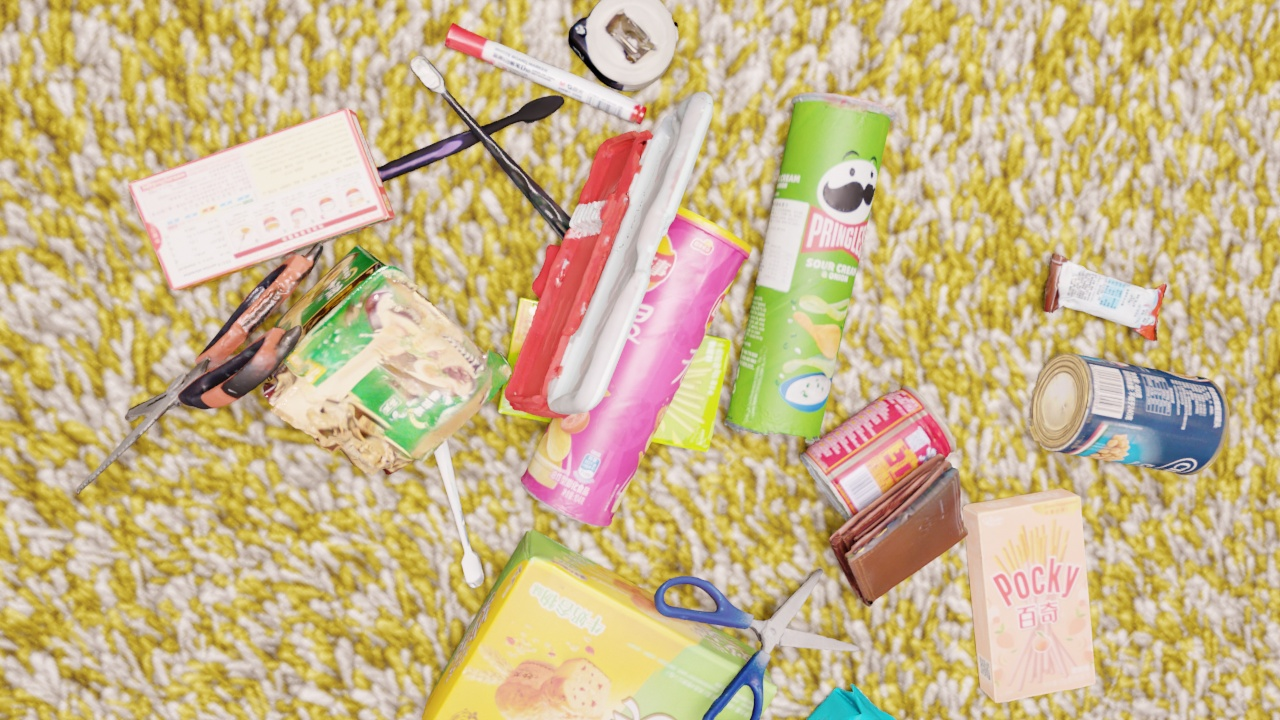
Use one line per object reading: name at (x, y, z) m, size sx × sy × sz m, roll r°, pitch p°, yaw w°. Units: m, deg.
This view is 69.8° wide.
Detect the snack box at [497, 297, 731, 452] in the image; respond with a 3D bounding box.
snack box at (-0.019, 0.010, 0.664) m, size 0.156 × 0.026 × 0.086 m, roll 12°, pitch 95°, yaw -7°

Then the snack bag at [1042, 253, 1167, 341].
snack bag at (0.352, -0.047, 0.693) m, size 0.104 × 0.026 × 0.048 m, roll 12°, pitch 90°, yaw -6°

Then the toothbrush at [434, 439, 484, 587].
toothbrush at (-0.141, 0.078, 0.668) m, size 0.016 × 0.016 × 0.180 m, roll -14°, pitch 96°, yaw -7°

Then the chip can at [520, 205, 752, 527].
chip can at (-0.004, 0.004, 0.614) m, size 0.071 × 0.071 × 0.210 m, roll 26°, pitch 93°, yaw -8°

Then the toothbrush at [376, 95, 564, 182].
toothbrush at (-0.141, -0.146, 0.641) m, size 0.189 × 0.016 × 0.014 m, roll -22°, pitch 96°, yaw 1°

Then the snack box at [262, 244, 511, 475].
snack box at (-0.173, -0.010, 0.596) m, size 0.117 × 0.105 × 0.118 m, roll -43°, pitch 129°, yaw 1°

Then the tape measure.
tape measure at (-0.008, -0.221, 0.632) m, size 0.066 × 0.033 × 0.066 m, roll -44°, pitch 99°, yaw 3°

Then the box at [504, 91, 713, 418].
box at (-0.020, -0.059, 0.572) m, size 0.039 × 0.158 × 0.200 m, roll 25°, pitch 78°, yaw -26°

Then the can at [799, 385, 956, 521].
can at (0.173, 0.068, 0.670) m, size 0.094 × 0.066 × 0.066 m, roll -36°, pitch 99°, yaw 0°

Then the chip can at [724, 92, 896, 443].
chip can at (0.116, -0.062, 0.646) m, size 0.072 × 0.072 × 0.236 m, roll 11°, pitch 97°, yaw -7°

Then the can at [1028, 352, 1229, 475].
can at (0.358, 0.039, 0.680) m, size 0.111 × 0.075 × 0.075 m, roll 10°, pitch 96°, yaw -6°

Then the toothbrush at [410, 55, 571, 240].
toothbrush at (-0.092, -0.136, 0.633) m, size 0.016 × 0.018 × 0.181 m, roll -41°, pitch 109°, yaw 5°

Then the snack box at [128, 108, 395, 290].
snack box at (-0.254, -0.108, 0.621) m, size 0.156 × 0.027 × 0.077 m, roll -19°, pitch 99°, yaw 0°

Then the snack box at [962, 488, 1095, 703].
snack box at (0.304, 0.184, 0.718) m, size 0.084 × 0.026 × 0.157 m, roll -9°, pitch 98°, yaw -5°

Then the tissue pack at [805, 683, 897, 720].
tissue pack at (0.154, 0.325, 0.709) m, size 0.093 × 0.050 × 0.133 m, roll 45°, pitch 91°, yaw -7°

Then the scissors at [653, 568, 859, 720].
scissors at (0.082, 0.198, 0.655) m, size 0.174 × 0.012 × 0.162 m, roll 32°, pitch 49°, yaw -8°

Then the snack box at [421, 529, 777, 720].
snack box at (-0.030, 0.244, 0.671) m, size 0.210 × 0.070 × 0.157 m, roll 31°, pitch 93°, yaw -8°

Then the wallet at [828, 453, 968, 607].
wallet at (0.191, 0.127, 0.666) m, size 0.101 × 0.032 × 0.124 m, roll -36°, pitch 143°, yaw -3°

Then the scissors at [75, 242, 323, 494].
scissors at (-0.273, 0.009, 0.576) m, size 0.225 × 0.189 × 0.015 m, roll -49°, pitch 121°, yaw -9°

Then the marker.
marker at (-0.065, -0.198, 0.638) m, size 0.145 × 0.017 × 0.017 m, roll 21°, pitch 95°, yaw -8°
